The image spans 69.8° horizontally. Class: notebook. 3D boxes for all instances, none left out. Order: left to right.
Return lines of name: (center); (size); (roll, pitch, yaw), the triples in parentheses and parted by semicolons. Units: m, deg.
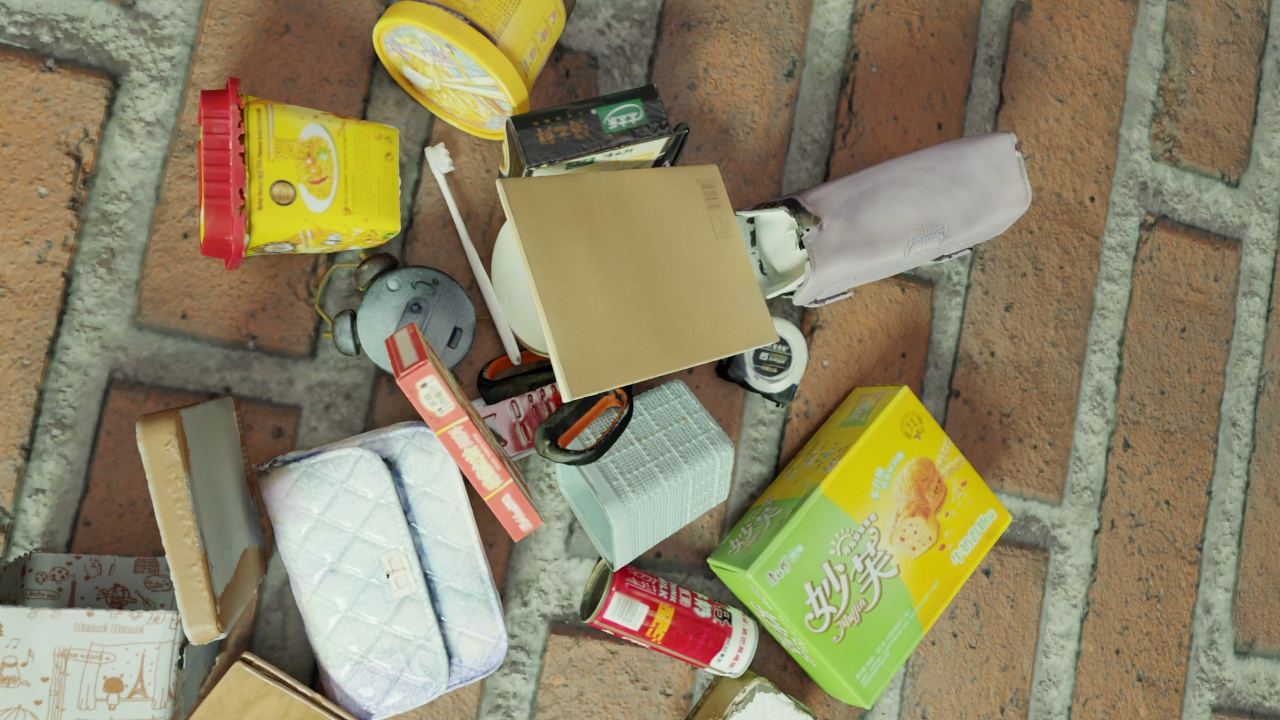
notebook: (0.007, -0.065, 0.647); (0.211, 0.012, 0.149); (-15, 86, -42)

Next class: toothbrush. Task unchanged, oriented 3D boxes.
toothbrush: (-0.123, -0.081, 0.691); (0.016, 0.016, 0.180); (-23, 85, 8)
toothbrush: (0.001, -0.115, 0.741); (0.015, 0.018, 0.181); (26, 80, -10)

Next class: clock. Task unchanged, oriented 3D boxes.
clock: (-0.175, -0.031, 0.668); (0.122, 0.055, 0.082); (23, 83, -13)

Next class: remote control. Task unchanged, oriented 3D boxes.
remote control: (-0.080, 0.041, 0.710); (0.135, 0.020, 0.056); (-21, 93, -15)

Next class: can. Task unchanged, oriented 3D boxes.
can: (0.023, 0.201, 0.715); (0.132, 0.053, 0.053); (25, 82, -13)

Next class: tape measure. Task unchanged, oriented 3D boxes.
tape measure: (0.103, -0.003, 0.756); (0.065, 0.034, 0.066); (27, 83, -15)

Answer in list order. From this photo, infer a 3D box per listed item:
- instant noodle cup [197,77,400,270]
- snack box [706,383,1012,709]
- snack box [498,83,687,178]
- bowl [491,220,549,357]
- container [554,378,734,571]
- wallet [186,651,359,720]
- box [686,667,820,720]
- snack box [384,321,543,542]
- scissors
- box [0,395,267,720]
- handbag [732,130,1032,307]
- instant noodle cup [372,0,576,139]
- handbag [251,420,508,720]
instant noodle cup: (-0.235, -0.122, 0.631); (0.123, 0.116, 0.116); (-1, 88, -27)
snack box: (0.181, 0.144, 0.742); (0.209, 0.070, 0.157); (-45, 103, -18)
snack box: (-0.040, -0.150, 0.670); (0.113, 0.126, 0.053); (-18, 82, -16)
bowl: (-0.052, -0.062, 0.686); (0.062, 0.114, 0.113); (-14, 92, -51)
container: (0.005, 0.082, 0.685); (0.111, 0.090, 0.090); (-26, 57, -18)
wallet: (-0.253, 0.254, 0.624); (0.101, 0.020, 0.115); (36, 118, -11)
box: (0.061, 0.335, 0.721); (0.090, 0.060, 0.184); (42, 80, -10)
snack box: (-0.120, 0.050, 0.630); (0.025, 0.075, 0.153); (-33, 120, -6)
scissors: (-0.021, -0.003, 0.696); (0.211, 0.022, 0.221); (8, 42, 17)
box: (-0.314, 0.112, 0.558); (0.156, 0.183, 0.193); (4, 87, -16)
handbag: (0.182, -0.108, 0.724); (0.196, 0.145, 0.098); (-19, 90, -15)
instant noodle cup: (-0.113, -0.243, 0.665); (0.118, 0.119, 0.114); (31, 73, -12)
handbag: (-0.178, 0.144, 0.650); (0.134, 0.076, 0.194); (-18, 92, -11)
